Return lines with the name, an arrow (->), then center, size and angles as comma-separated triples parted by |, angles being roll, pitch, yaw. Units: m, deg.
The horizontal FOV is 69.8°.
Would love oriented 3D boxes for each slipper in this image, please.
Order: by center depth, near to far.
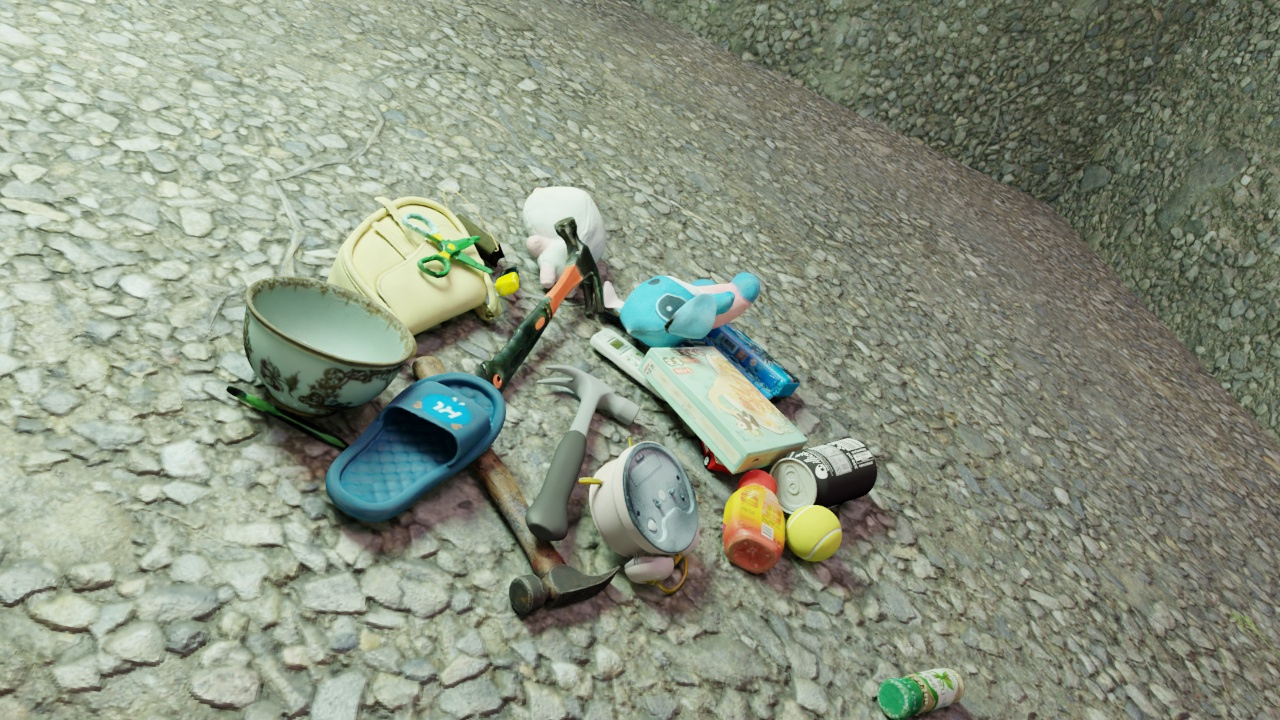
slipper -> -0.212, 0.070, 0.877 | 0.104, 0.059, 0.213 | 33, 41, 11

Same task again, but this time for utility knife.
utility knife -> -0.172, -0.107, 1.197 | 0.029, 0.020, 0.174 | -17, 15, -1

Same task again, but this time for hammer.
hammer -> -0.147, 0.113, 0.944 | 0.119, 0.033, 0.330 | 1, 41, -46
hammer -> -0.077, 0.094, 0.993 | 0.125, 0.030, 0.310 | 32, 25, -7
hammer -> -0.125, -0.055, 1.153 | 0.133, 0.033, 0.332 | 66, 30, -24

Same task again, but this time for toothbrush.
toothbrush -> -0.309, 0.069, 0.880 | 0.188, 0.014, 0.017 | 28, 18, -5

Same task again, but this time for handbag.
handbag -> -0.272, -0.102, 1.089 | 0.191, 0.089, 0.232 | 39, 31, 8
handbag -> -0.222, -0.176, 1.190 | 0.084, 0.027, 0.178 | 36, -12, 8

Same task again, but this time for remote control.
remote control -> -0.007, 0.007, 1.219 | 0.133, 0.022, 0.050 | 37, 30, 11

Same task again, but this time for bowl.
bowl -> -0.312, -0.003, 0.888 | 0.160, 0.094, 0.159 | 25, 19, -9

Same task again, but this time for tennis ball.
tennis ball -> 0.203, 0.203, 1.077 | 0.065, 0.065, 0.065 | 22, 32, -15

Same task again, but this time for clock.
clock -> 0.010, 0.163, 0.943 | 0.158, 0.059, 0.116 | 62, 34, -5

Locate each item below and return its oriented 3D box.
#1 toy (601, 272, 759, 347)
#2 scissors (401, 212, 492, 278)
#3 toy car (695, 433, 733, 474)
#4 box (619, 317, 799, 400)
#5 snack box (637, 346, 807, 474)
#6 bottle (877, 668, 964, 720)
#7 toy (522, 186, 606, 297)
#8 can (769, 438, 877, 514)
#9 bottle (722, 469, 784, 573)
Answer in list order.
toy -> 0.052, -0.077, 1.263 | 0.191, 0.099, 0.224 | -18, 18, -34
scissors -> -0.234, -0.139, 1.095 | 0.123, 0.012, 0.126 | 51, 33, 0
toy car -> 0.096, 0.109, 1.159 | 0.038, 0.025, 0.089 | 17, 34, -22
box -> 0.108, -0.026, 1.333 | 0.243, 0.060, 0.175 | 42, 33, 19
snack box -> 0.105, 0.058, 1.177 | 0.141, 0.044, 0.193 | -3, 43, -51
bottle -> 0.299, 0.351, 0.970 | 0.109, 0.043, 0.042 | 6, 39, -38
toy -> -0.109, -0.170, 1.326 | 0.138, 0.102, 0.179 | 29, 52, -33
can -> 0.234, 0.148, 1.168 | 0.145, 0.080, 0.080 | -7, 47, -46
bottle -> 0.133, 0.182, 1.063 | 0.071, 0.049, 0.134 | 29, 31, -6
